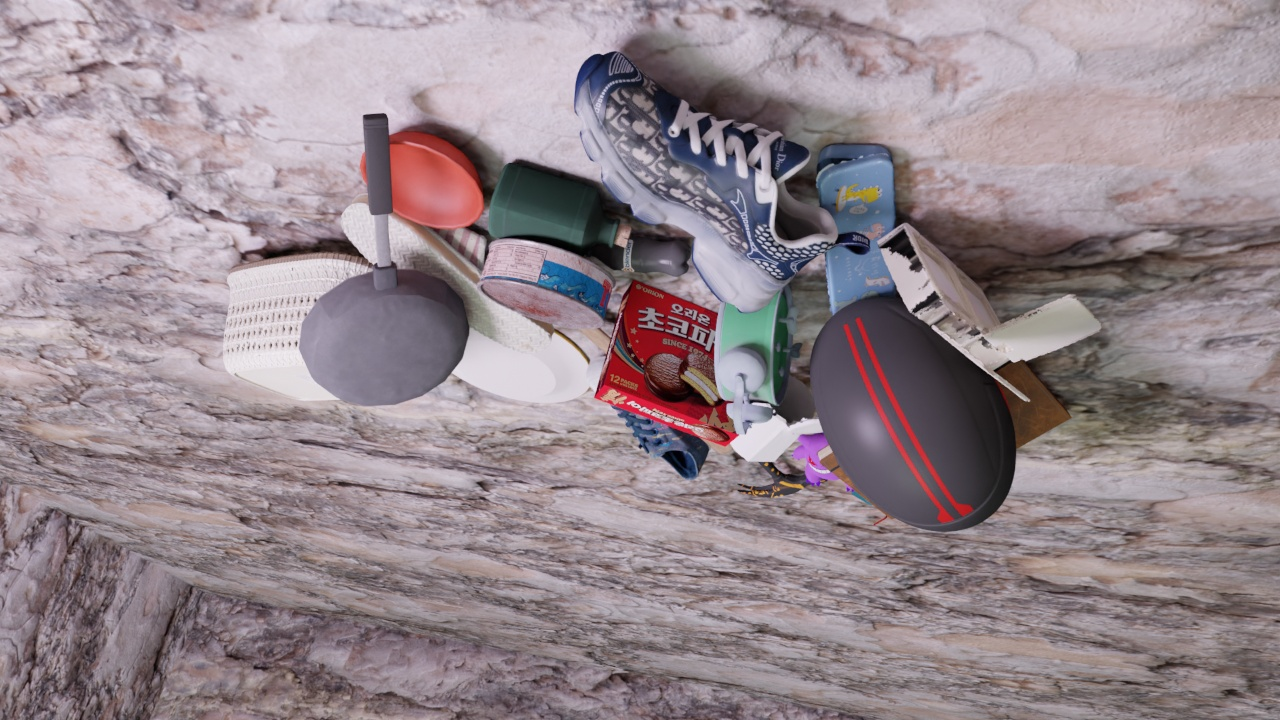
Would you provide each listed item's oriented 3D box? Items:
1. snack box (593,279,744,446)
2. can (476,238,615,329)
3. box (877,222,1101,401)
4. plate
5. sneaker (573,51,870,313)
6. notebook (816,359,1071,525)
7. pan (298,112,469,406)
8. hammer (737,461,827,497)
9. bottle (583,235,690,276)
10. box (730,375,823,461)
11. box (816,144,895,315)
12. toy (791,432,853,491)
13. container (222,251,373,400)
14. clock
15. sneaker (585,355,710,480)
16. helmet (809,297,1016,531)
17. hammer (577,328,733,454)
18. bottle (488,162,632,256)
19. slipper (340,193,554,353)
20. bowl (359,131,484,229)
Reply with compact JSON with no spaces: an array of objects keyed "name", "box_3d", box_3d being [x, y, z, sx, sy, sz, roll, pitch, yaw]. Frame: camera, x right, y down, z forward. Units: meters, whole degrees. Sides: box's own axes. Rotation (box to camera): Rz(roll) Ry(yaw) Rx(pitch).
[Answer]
[{"name":"snack box","box_3d":[0.042,0.003,0.984,0.152,0.132,0.036,21,150,-11]},{"name":"can","box_3d":[-0.092,-0.074,0.904,0.130,0.044,0.130,15,169,3]},{"name":"box","box_3d":[0.295,-0.045,0.776,0.145,0.185,0.095,27,107,-39]},{"name":"plate","box_3d":[-0.176,0.003,1.195,0.230,0.021,0.230,11,150,6]},{"name":"sneaker","box_3d":[0.068,-0.154,0.734,0.133,0.103,0.269,-21,129,39]},{"name":"notebook","box_3d":[0.322,0.084,1.010,0.250,0.014,0.178,-37,127,23]},{"name":"pan","box_3d":[-0.253,-0.079,0.910,0.178,0.041,0.358,-10,137,-22]},{"name":"hammer","box_3d":[0.128,0.099,1.202,0.123,0.036,0.320,-19,137,26]},{"name":"bottle","box_3d":[-0.006,-0.106,0.917,0.110,0.036,0.036,7,150,13]},{"name":"box","box_3d":[0.171,0.068,1.064,0.084,0.112,0.163,7,142,-23]},{"name":"box","box_3d":[0.196,-0.103,0.822,0.066,0.049,0.210,2,149,17]},{"name":"toy","box_3d":[0.242,0.121,1.177,0.106,0.055,0.088,6,147,36]},{"name":"container","box_3d":[-0.376,-0.038,1.095,0.247,0.142,0.184,-4,158,30]},{"name":"clock","box_3d":[0.116,-0.001,0.911,0.075,0.161,0.122,4,144,18]},{"name":"sneaker","box_3d":[0.008,0.079,1.185,0.088,0.079,0.235,-12,141,38]},{"name":"helmet","box_3d":[0.263,0.062,0.877,0.164,0.169,0.264,-30,93,22]},{"name":"hammer","box_3d":[-0.006,0.006,1.072,0.331,0.030,0.120,40,146,-23]},{"name":"bottle","box_3d":[-0.073,-0.135,0.873,0.131,0.061,0.061,16,153,-2]},{"name":"slipper","box_3d":[-0.200,-0.098,1.003,0.263,0.052,0.115,37,144,-25]},{"name":"bowl","box_3d":[-0.205,-0.179,0.884,0.122,0.035,0.122,11,150,6]}]
